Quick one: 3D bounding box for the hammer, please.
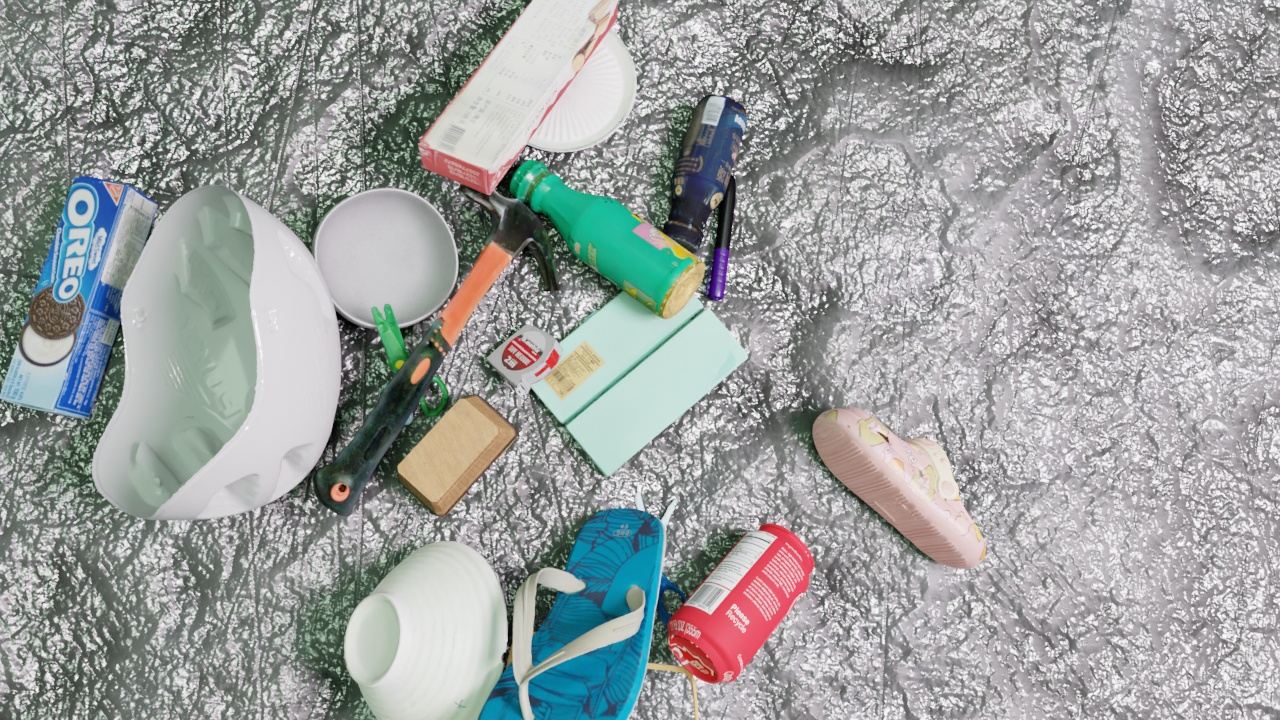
[{"bbox_3d":[-0.193,-0.008,0.849,0.133,0.033,0.332,40,73,-27],"label":"hammer"}]

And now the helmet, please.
[{"bbox_3d":[-0.366,-0.008,0.795,0.225,0.183,0.282,-4,94,32],"label":"helmet"}]

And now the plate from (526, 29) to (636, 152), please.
[{"bbox_3d":[-0.083,-0.288,0.956,0.157,0.014,0.157,0,79,-2],"label":"plate"}]

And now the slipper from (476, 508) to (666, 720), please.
[{"bbox_3d":[-0.046,0.213,0.752,0.118,0.060,0.294,6,36,15],"label":"slipper"}]

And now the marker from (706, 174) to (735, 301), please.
[{"bbox_3d":[0.083,-0.125,0.931,0.018,0.015,0.133,6,79,8],"label":"marker"}]

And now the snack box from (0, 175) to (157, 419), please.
[{"bbox_3d":[-0.534,-0.060,0.878,0.059,0.059,0.226,12,80,4],"label":"snack box"}]

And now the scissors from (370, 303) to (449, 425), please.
[{"bbox_3d":[-0.232,0.005,0.865,0.070,0.014,0.130,-22,117,-2],"label":"scissors"}]

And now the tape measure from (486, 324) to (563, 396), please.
[{"bbox_3d":[-0.109,-0.002,0.885,0.062,0.020,0.060,-43,46,-11],"label":"tape measure"}]

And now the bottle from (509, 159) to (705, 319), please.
[{"bbox_3d":[-0.038,-0.125,0.895,0.210,0.068,0.068,37,80,15],"label":"bottle"}]

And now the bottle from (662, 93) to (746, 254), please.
[{"bbox_3d":[0.061,-0.186,0.920,0.056,0.056,0.160,18,80,1],"label":"bottle"}]

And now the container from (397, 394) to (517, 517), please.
[{"bbox_3d":[-0.175,0.086,0.859,0.063,0.061,0.114,41,81,5],"label":"container"}]

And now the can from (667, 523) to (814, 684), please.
[{"bbox_3d":[0.090,0.215,0.818,0.074,0.075,0.142,45,57,6],"label":"can"}]

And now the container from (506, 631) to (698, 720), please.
[{"bbox_3d":[-0.036,0.324,0.750,0.167,0.183,0.129,4,124,3],"label":"container"}]

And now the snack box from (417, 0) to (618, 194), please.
[{"bbox_3d":[-0.111,-0.275,0.888,0.076,0.044,0.272,23,61,8],"label":"snack box"}]

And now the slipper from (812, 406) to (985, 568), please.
[{"bbox_3d":[0.254,0.106,0.860,0.197,0.093,0.081,45,70,5],"label":"slipper"}]

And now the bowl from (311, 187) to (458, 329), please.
[{"bbox_3d":[-0.246,-0.096,0.882,0.131,0.064,0.132,-1,92,-21],"label":"bowl"}]

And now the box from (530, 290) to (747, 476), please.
[{"bbox_3d":[-0.005,0.005,0.900,0.186,0.033,0.136,-41,89,-9],"label":"box"}]

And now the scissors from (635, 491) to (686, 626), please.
[{"bbox_3d":[0.017,0.191,0.874,0.104,0.015,0.133,25,76,6],"label":"scissors"}]

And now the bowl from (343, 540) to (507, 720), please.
[{"bbox_3d":[-0.200,0.238,0.778,0.178,0.070,0.177,-15,65,35],"label":"bowl"}]
